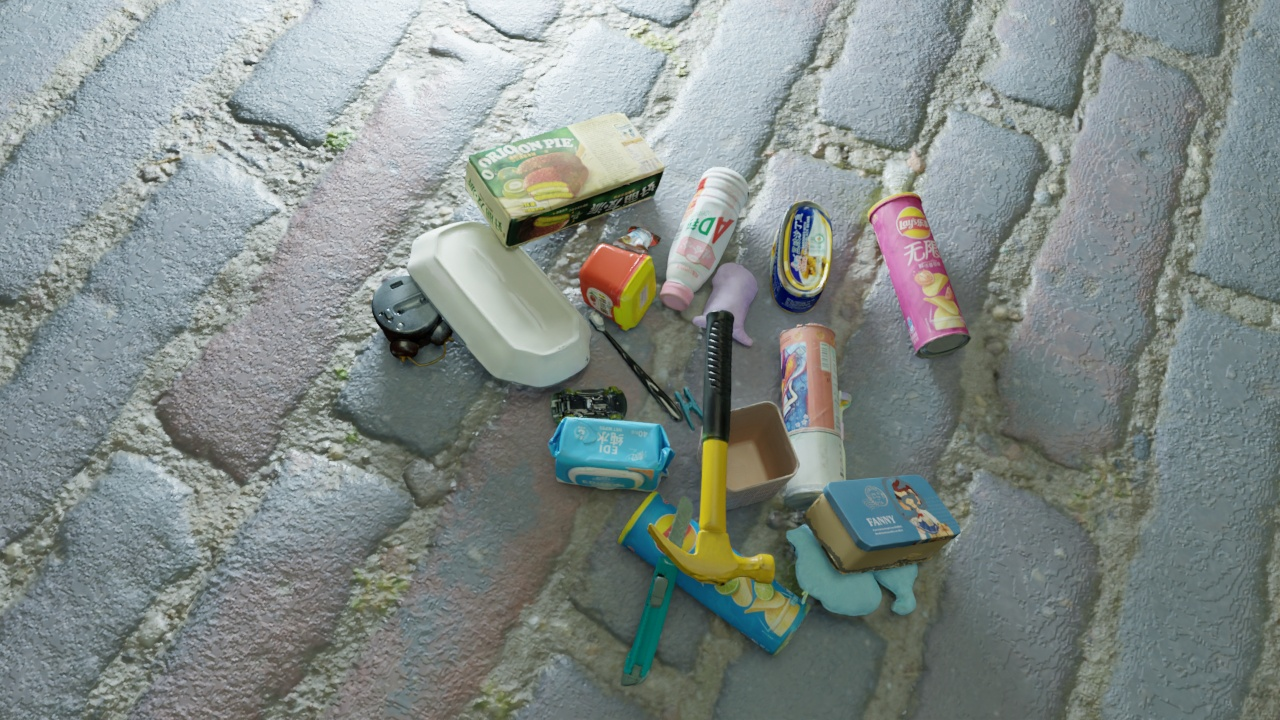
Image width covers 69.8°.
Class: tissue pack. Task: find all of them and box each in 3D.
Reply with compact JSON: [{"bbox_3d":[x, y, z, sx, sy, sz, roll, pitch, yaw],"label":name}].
[{"bbox_3d":[-0.033,0.110,1.044,0.140,0.090,0.063,6,65,-1],"label":"tissue pack"}]

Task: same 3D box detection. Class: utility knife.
[{"bbox_3d":[0.019,0.248,0.976,0.029,0.013,0.216,16,93,2],"label":"utility knife"}]

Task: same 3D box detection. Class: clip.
[{"bbox_3d":[0.061,0.058,1.117,0.042,0.014,0.056,-21,70,-13],"label":"clip"}]

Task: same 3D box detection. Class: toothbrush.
[{"bbox_3d":[-0.007,0.007,1.135,0.015,0.018,0.181,-34,73,-21],"label":"toothbrush"},{"bbox_3d":[0.240,0.127,1.094,0.020,0.029,0.189,-13,60,37],"label":"toothbrush"}]

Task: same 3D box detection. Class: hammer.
[{"bbox_3d":[0.079,0.085,0.971,0.129,0.033,0.300,5,66,-1],"label":"hammer"}]

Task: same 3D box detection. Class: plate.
[{"bbox_3d":[-0.167,-0.081,1.122,0.161,0.034,0.265,-27,68,-39],"label":"plate"}]

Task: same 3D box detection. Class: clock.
[{"bbox_3d":[-0.278,-0.048,1.120,0.082,0.055,0.122,-26,70,-16],"label":"clock"}]

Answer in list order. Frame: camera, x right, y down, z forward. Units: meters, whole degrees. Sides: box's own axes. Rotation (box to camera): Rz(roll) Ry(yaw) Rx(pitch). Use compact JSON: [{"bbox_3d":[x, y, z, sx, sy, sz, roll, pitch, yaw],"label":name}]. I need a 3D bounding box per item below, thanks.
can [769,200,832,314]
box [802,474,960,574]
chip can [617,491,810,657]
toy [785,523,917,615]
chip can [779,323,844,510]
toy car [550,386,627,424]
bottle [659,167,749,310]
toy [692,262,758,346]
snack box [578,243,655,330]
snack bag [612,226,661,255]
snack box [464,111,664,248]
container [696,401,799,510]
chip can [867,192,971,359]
[{"bbox_3d":[0.210,-0.136,1.196,0.074,0.049,0.148,9,65,1],"label":"can"},{"bbox_3d":[0.259,0.177,1.000,0.184,0.061,0.089,1,45,-39],"label":"box"},{"bbox_3d":[0.079,0.233,1.005,0.210,0.071,0.071,35,68,12],"label":"chip can"},{"bbox_3d":[0.232,0.231,1.012,0.161,0.050,0.155,45,45,8],"label":"toy"},{"bbox_3d":[0.204,0.065,1.091,0.071,0.071,0.214,3,65,-2],"label":"chip can"},{"bbox_3d":[-0.061,0.057,1.096,0.091,0.036,0.043,-4,64,-4],"label":"toy car"},{"bbox_3d":[0.080,-0.156,1.189,0.068,0.068,0.196,21,69,6],"label":"bottle"},{"bbox_3d":[0.117,-0.077,1.169,0.084,0.039,0.107,25,61,-12],"label":"toy"},{"bbox_3d":[-0.029,-0.096,1.142,0.080,0.091,0.081,28,67,16],"label":"snack box"},{"bbox_3d":[-0.004,-0.153,1.179,0.048,0.104,0.026,21,108,6],"label":"snack bag"},{"bbox_3d":[-0.096,-0.238,1.189,0.239,0.063,0.114,-25,68,-28],"label":"snack box"},{"bbox_3d":[0.116,0.115,1.040,0.090,0.111,0.089,-14,67,-10],"label":"container"},{"bbox_3d":[0.357,-0.110,1.181,0.071,0.071,0.210,-8,66,-8],"label":"chip can"}]
